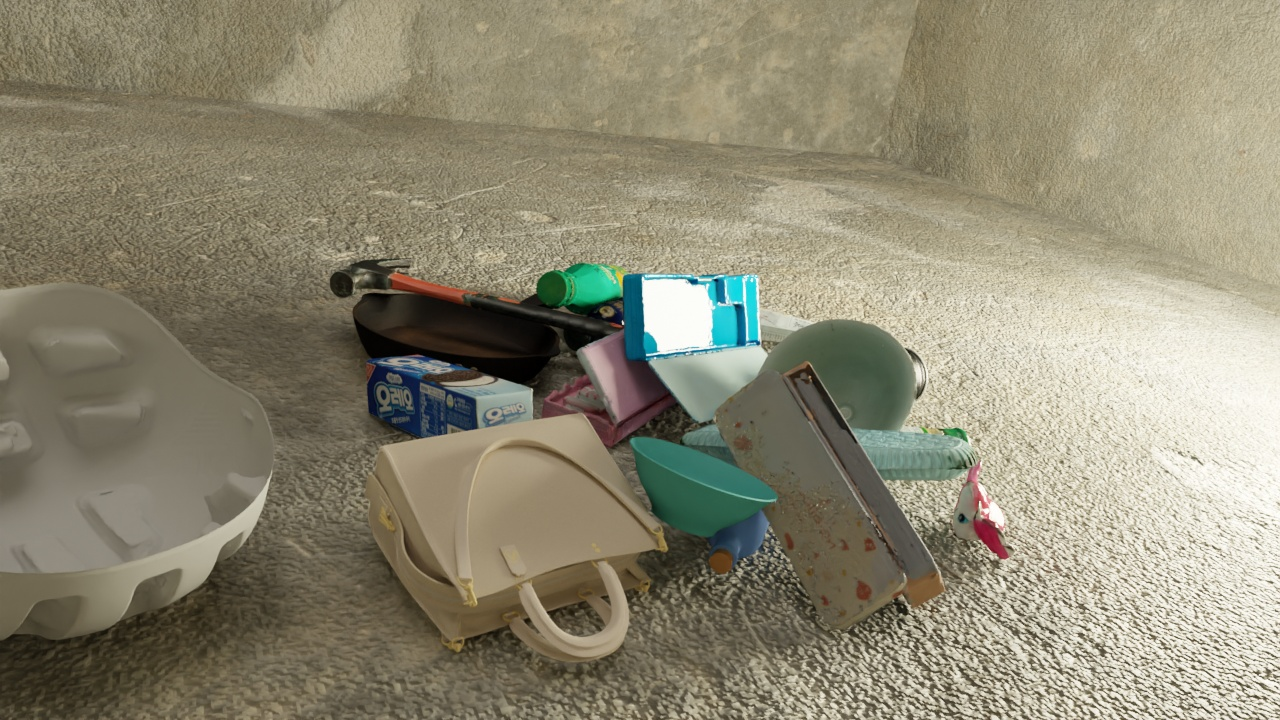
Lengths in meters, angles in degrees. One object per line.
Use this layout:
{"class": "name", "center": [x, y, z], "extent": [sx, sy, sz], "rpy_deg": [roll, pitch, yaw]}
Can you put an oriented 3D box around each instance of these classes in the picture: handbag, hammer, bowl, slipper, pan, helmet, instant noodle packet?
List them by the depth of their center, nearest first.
{"class": "helmet", "center": [-0.359, 0.064, 0.570], "extent": [0.283, 0.184, 0.223], "rpy_deg": [15, 26, 32]}
{"class": "handbag", "center": [-0.074, 0.135, 0.659], "extent": [0.194, 0.101, 0.198], "rpy_deg": [-7, 39, -37]}
{"class": "bowl", "center": [0.041, 0.104, 0.711], "extent": [0.121, 0.046, 0.121], "rpy_deg": [20, 6, -2]}
{"class": "slipper", "center": [0.173, 0.097, 0.870], "extent": [0.277, 0.069, 0.115], "rpy_deg": [3, 13, 25]}
{"class": "bowl", "center": [0.208, 0.046, 0.972], "extent": [0.174, 0.174, 0.068], "rpy_deg": [24, -14, 33]}
{"class": "hammer", "center": [-0.175, -0.065, 1.066], "extent": [0.333, 0.033, 0.133], "rpy_deg": [14, 16, 3]}
{"class": "pan", "center": [-0.184, -0.035, 1.089], "extent": [0.249, 0.043, 0.355], "rpy_deg": [17, 17, 17]}
{"class": "instant noodle packet", "center": [0.168, -0.051, 1.242], "extent": [0.269, 0.057, 0.146], "rpy_deg": [11, 0, 9]}

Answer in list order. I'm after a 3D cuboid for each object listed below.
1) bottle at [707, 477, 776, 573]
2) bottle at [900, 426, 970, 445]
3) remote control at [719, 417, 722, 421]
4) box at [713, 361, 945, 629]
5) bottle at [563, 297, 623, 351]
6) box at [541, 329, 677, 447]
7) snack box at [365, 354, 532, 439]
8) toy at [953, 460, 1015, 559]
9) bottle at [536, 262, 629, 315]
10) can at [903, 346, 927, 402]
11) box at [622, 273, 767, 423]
{"class": "bottle", "center": [0.081, 0.136, 0.760], "extent": [0.048, 0.048, 0.131], "rpy_deg": [15, 22, 13]}
{"class": "bottle", "center": [0.293, 0.091, 0.976], "extent": [0.110, 0.043, 0.042], "rpy_deg": [3, 22, -12]}
{"class": "remote control", "center": [0.111, 0.054, 1.023], "extent": [0.045, 0.021, 0.140], "rpy_deg": [14, 26, 7]}
{"class": "box", "center": [0.162, 0.106, 0.755], "extent": [0.107, 0.095, 0.216], "rpy_deg": [15, 38, -45]}
{"class": "bottle", "center": [-0.036, -0.047, 1.168], "extent": [0.056, 0.056, 0.160], "rpy_deg": [21, 24, 27]}
{"class": "box", "center": [-0.003, 0.004, 0.994], "extent": [0.099, 0.099, 0.232], "rpy_deg": [19, 23, 25]}
{"class": "snack box", "center": [-0.177, 0.037, 0.821], "extent": [0.059, 0.059, 0.227], "rpy_deg": [-8, 11, -37]}
{"class": "toy", "center": [0.307, 0.144, 0.835], "extent": [0.050, 0.065, 0.102], "rpy_deg": [-20, 21, 12]}
{"class": "bottle", "center": [-0.073, -0.093, 1.197], "extent": [0.068, 0.068, 0.209], "rpy_deg": [16, 9, 18]}
{"class": "can", "center": [0.261, 0.024, 1.076], "extent": [0.145, 0.080, 0.080], "rpy_deg": [-5, 25, -32]}
{"class": "box", "center": [0.075, -0.015, 1.015], "extent": [0.064, 0.174, 0.243], "rpy_deg": [-27, -12, 35]}
